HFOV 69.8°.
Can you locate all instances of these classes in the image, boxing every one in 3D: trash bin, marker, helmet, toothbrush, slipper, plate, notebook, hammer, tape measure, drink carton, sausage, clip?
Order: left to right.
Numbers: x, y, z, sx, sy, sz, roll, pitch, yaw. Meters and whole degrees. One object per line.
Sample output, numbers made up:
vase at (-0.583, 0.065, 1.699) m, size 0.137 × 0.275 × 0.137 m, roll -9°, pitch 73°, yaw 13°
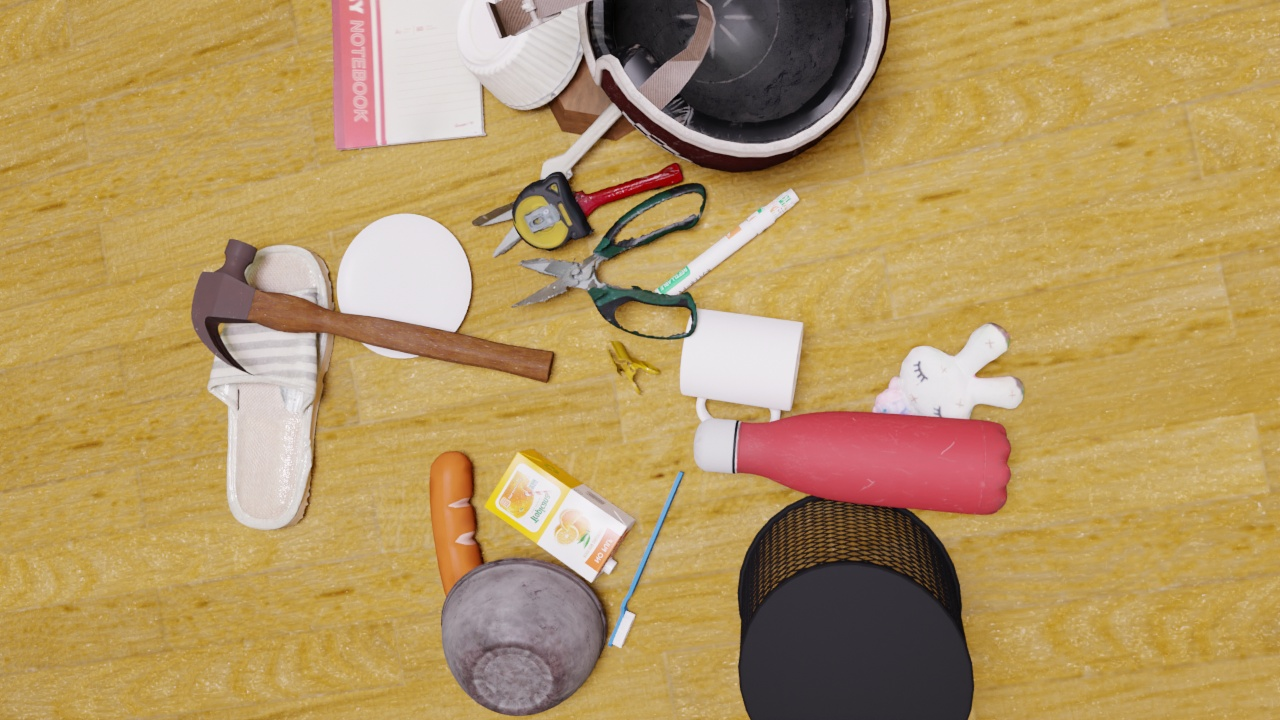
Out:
slipper at (-0.350, 0.026, 0.867) m, size 0.114 × 0.054 × 0.272 m, roll 6°, pitch 91°, yaw 16°
hammer at (-0.239, -0.024, 0.823) m, size 0.323 × 0.033 × 0.115 m, roll 11°, pitch 80°, yaw 0°
notebook at (-0.222, -0.307, 0.863) m, size 0.153 × 0.012 × 0.208 m, roll -3°, pitch 88°, yaw 12°
plate at (-0.220, -0.069, 0.859) m, size 0.135 × 0.011 × 0.134 m, roll 0°, pitch 89°, yaw 12°
sausage at (-0.164, 0.164, 0.830) m, size 0.044 × 0.039 × 0.164 m, roll -10°, pitch 87°, yaw 6°
tape measure at (-0.082, -0.127, 0.804) m, size 0.061 × 0.034 × 0.062 m, roll -23°, pitch 110°, yaw 18°
drink carton at (-0.068, 0.137, 0.809) m, size 0.122 × 0.040 × 0.058 m, roll 33°, pitch 96°, yaw 10°
plate at (-0.032, -0.263, 0.815) m, size 0.131 × 0.025 × 0.131 m, roll 0°, pitch 89°, yaw 12°
clip at (-0.005, 0.002, 0.802) m, size 0.037 × 0.053 × 0.046 m, roll -45°, pitch 111°, yaw 5°
toothbrush at (0.008, 0.176, 0.805) m, size 0.014 × 0.016 × 0.166 m, roll 23°, pitch 93°, yaw 11°
helmet at (0.060, -0.251, 0.678) m, size 0.234 × 0.253 × 0.234 m, roll -43°, pitch 106°, yaw 12°
marker at (0.075, -0.099, 0.795) m, size 0.145 × 0.017 × 0.017 m, roll -37°, pitch 82°, yaw 9°
trash bin at (0.154, 0.201, 0.675) m, size 0.184 × 0.210 × 0.184 m, roll 0°, pitch 89°, yaw 12°

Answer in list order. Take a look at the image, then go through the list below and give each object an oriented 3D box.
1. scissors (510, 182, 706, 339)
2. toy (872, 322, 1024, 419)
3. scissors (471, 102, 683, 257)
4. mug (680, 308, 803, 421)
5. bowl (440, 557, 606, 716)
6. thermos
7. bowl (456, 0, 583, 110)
scissors at (-0.017, -0.095, 0.798) m, size 0.206 × 0.015 × 0.179 m, roll 16°, pitch 71°, yaw 31°
toy at (0.248, 0.023, 0.746) m, size 0.123 × 0.038 × 0.079 m, roll -26°, pitch 96°, yaw 15°
scissors at (-0.053, -0.160, 0.815) m, size 0.187 × 0.015 × 0.179 m, roll 15°, pitch 112°, yaw 0°
mug at (0.084, 0.015, 0.770) m, size 0.090 × 0.073 × 0.111 m, roll 8°, pitch 117°, yaw 12°
bowl at (-0.102, 0.245, 0.773) m, size 0.145 × 0.067 × 0.145 m, roll 1°, pitch 113°, yaw 1°
thermos at (0.162, 0.076, 0.726) m, size 0.240 × 0.073 × 0.073 m, roll 4°, pitch 90°, yaw 10°
bowl at (-0.110, -0.283, 0.794) m, size 0.116 × 0.062 × 0.115 m, roll -4°, pitch 82°, yaw 34°
